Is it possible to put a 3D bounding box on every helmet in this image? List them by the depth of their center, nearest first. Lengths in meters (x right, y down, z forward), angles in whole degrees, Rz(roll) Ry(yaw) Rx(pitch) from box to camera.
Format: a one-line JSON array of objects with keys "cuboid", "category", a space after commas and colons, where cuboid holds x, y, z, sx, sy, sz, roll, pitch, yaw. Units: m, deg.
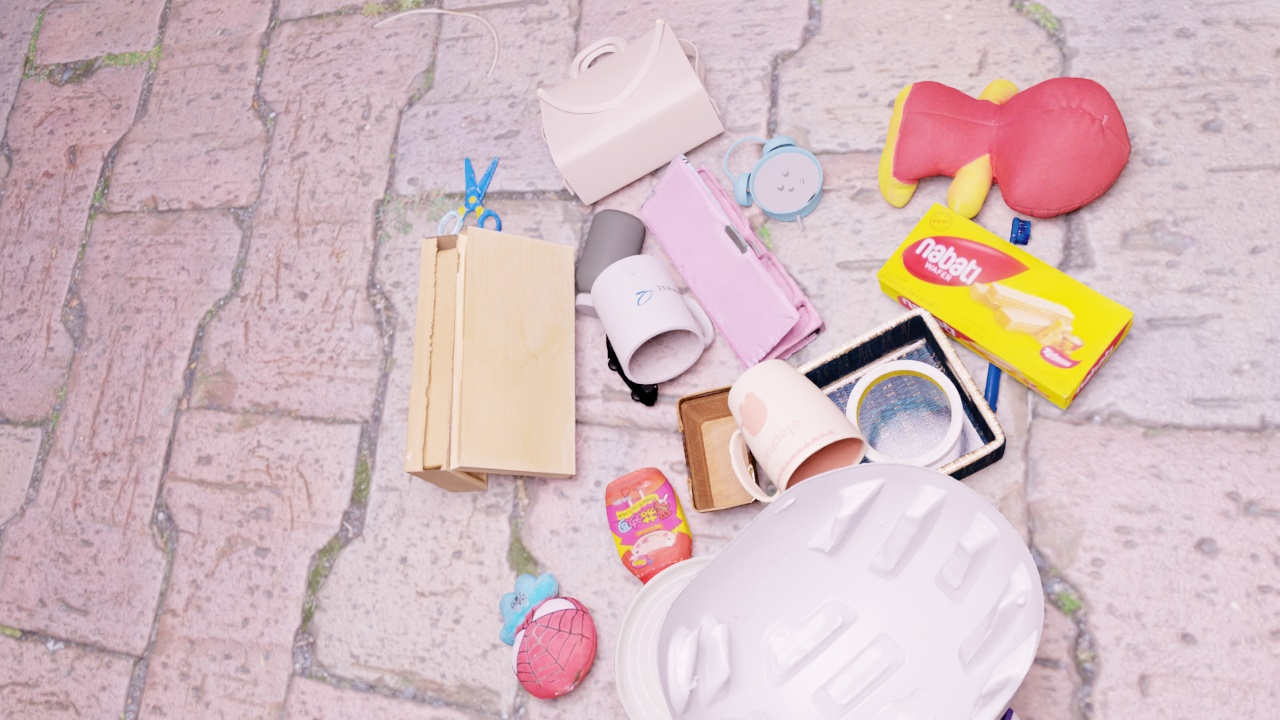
[{"cuboid": [0.159, 0.205, 0.690, 0.282, 0.183, 0.224, -50, 57, 3], "category": "helmet"}]

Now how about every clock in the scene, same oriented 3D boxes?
[{"cuboid": [0.137, -0.192, 0.950, 0.123, 0.042, 0.087, 40, 90, 25], "category": "clock"}]

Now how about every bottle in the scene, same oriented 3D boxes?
[{"cuboid": [0.013, 0.173, 0.878, 0.071, 0.048, 0.134, -25, 66, 10], "category": "bottle"}, {"cuboid": [-0.035, -0.102, 0.978, 0.060, 0.060, 0.108, 11, 77, 23], "category": "bottle"}]

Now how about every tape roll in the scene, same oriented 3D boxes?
[{"cuboid": [0.222, 0.047, 0.772, 0.094, 0.019, 0.094, -7, 71, 20], "category": "tape roll"}]

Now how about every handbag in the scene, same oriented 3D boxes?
[{"cuboid": [-0.024, -0.299, 1.027, 0.195, 0.101, 0.197, -27, 54, 11], "category": "handbag"}]

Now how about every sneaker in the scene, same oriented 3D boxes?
[{"cuboid": [0.210, 0.345, 0.727, 0.244, 0.092, 0.111, -20, 66, 10], "category": "sneaker"}]

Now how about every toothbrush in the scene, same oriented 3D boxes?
[{"cuboid": [0.336, -0.043, 0.841, 0.017, 0.016, 0.189, 10, 77, 17], "category": "toothbrush"}]

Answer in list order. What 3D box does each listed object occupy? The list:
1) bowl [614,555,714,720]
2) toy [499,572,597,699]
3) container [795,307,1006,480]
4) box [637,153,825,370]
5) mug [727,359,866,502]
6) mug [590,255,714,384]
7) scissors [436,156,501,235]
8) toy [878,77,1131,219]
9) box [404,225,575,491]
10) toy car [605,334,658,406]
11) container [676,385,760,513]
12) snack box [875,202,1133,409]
[{"cuboid": [0.062, 0.260, 0.808, 0.176, 0.058, 0.176, 1, 82, -6], "category": "bowl"}, {"cuboid": [-0.094, 0.261, 0.886, 0.092, 0.062, 0.133, -44, 52, -5], "category": "toy"}, {"cuboid": [0.208, 0.061, 0.825, 0.187, 0.071, 0.145, -29, 65, 11], "category": "container"}, {"cuboid": [0.081, -0.101, 0.922, 0.099, 0.080, 0.232, -34, 65, 7], "category": "box"}, {"cuboid": [0.118, 0.066, 0.780, 0.112, 0.085, 0.104, -57, 49, 29], "category": "mug"}, {"cuboid": [0.021, -0.040, 0.912, 0.083, 0.119, 0.096, -57, 45, 38], "category": "mug"}, {"cuboid": [-0.207, -0.188, 1.100, 0.109, 0.018, 0.131, -16, 69, 12], "category": "scissors"}, {"cuboid": [0.334, -0.201, 0.851, 0.217, 0.098, 0.147, 10, 85, 28], "category": "toy"}, {"cuboid": [-0.161, -0.001, 0.945, 0.180, 0.141, 0.248, -11, 71, 28], "category": "box"}, {"cuboid": [-0.006, 0.005, 0.944, 0.036, 0.042, 0.091, -29, 63, -18], "category": "toy car"}, {"cuboid": [0.078, 0.089, 0.872, 0.063, 0.061, 0.113, -14, 69, 16], "category": "container"}, {"cuboid": [0.318, -0.053, 0.817, 0.201, 0.042, 0.092, 40, 90, 29], "category": "snack box"}]
